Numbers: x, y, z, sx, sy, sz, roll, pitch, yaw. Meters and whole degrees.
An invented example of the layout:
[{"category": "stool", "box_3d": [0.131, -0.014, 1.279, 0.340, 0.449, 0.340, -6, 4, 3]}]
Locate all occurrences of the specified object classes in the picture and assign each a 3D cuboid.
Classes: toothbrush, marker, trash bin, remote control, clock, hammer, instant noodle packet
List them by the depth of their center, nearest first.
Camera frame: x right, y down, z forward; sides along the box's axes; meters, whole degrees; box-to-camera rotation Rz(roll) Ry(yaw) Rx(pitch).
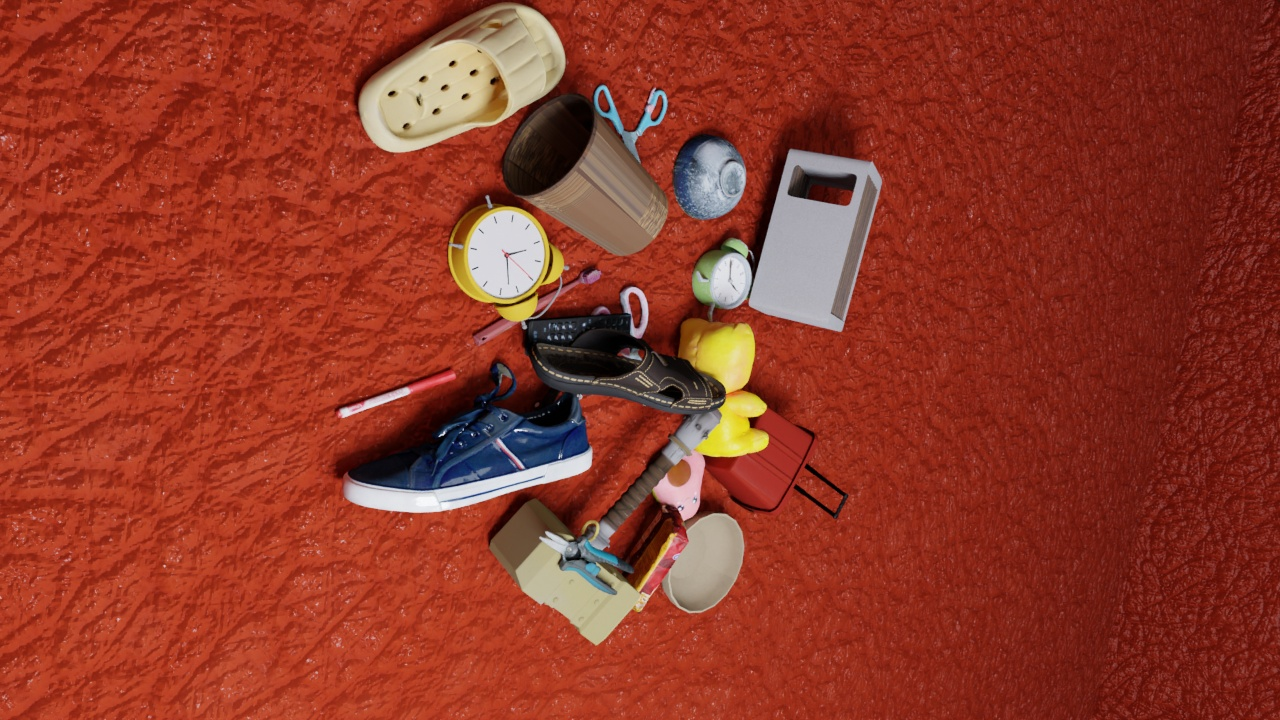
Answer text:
[{"category": "marker", "box_3d": [-0.270, 0.037, 1.019, 0.141, 0.013, 0.013, -21, 114, -35]}, {"category": "clock", "box_3d": [-0.151, -0.113, 1.056, 0.152, 0.052, 0.113, 44, 72, -34]}, {"category": "toothbrush", "box_3d": [-0.122, -0.067, 1.114, 0.189, 0.016, 0.016, -33, 121, -30]}, {"category": "remote control", "box_3d": [-0.079, -0.034, 1.148, 0.150, 0.022, 0.047, -5, 109, -35]}, {"category": "hammer", "box_3d": [-0.013, 0.180, 1.174, 0.324, 0.101, 0.190, -47, 127, -7]}, {"category": "instant noodle packet", "box_3d": [0.017, 0.268, 1.249, 0.039, 0.098, 0.135, 30, 100, -11]}, {"category": "clock", "box_3d": [0.119, -0.118, 1.288, 0.119, 0.043, 0.094, -32, 121, -30]}, {"category": "trash bin", "box_3d": [0.252, -0.170, 1.312, 0.114, 0.114, 0.229, 10, 95, -67]}]

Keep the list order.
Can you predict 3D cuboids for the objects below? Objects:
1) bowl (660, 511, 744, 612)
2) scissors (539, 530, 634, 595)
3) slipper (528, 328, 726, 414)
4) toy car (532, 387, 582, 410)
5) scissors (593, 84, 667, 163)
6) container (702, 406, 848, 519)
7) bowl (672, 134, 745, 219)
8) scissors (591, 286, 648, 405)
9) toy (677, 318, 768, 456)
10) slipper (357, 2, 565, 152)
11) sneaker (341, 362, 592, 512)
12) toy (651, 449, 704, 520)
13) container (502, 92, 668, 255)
[{"category": "bowl", "box_3d": [0.082, 0.291, 1.356, 0.152, 0.050, 0.152, -11, 108, -38]}, {"category": "scissors", "box_3d": [-0.065, 0.243, 1.089, 0.127, 0.019, 0.142, -16, 116, -26]}, {"category": "slipper", "box_3d": [-0.007, 0.007, 1.123, 0.267, 0.113, 0.076, 11, 118, -28]}, {"category": "toy car", "box_3d": [-0.099, 0.049, 1.150, 0.040, 0.037, 0.092, 46, 71, -38]}, {"category": "scissors", "box_3d": [-0.017, -0.297, 1.148, 0.133, 0.015, 0.135, 36, 72, -39]}, {"category": "container", "box_3d": [0.199, 0.159, 1.371, 0.201, 0.127, 0.148, 38, 75, -29]}, {"category": "bowl", "box_3d": [0.104, -0.245, 1.231, 0.114, 0.061, 0.114, -10, 106, -38]}, {"category": "scissors", "box_3d": [-0.001, -0.019, 1.231, 0.102, 0.016, 0.179, -45, 125, -21]}, {"category": "toy", "box_3d": [0.099, 0.041, 1.251, 0.087, 0.135, 0.194, -17, 107, -39]}, {"category": "slipper", "box_3d": [-0.175, -0.302, 0.971, 0.260, 0.079, 0.111, -36, 118, -28]}, {"category": "sneaker", "box_3d": [-0.192, 0.084, 1.035, 0.293, 0.121, 0.127, -12, 108, -30]}, {"category": "toy", "box_3d": [0.054, 0.177, 1.303, 0.089, 0.051, 0.110, -25, 119, -27]}, {"category": "container", "box_3d": [-0.055, -0.205, 1.069, 0.167, 0.132, 0.132, 34, 78, -46]}]
